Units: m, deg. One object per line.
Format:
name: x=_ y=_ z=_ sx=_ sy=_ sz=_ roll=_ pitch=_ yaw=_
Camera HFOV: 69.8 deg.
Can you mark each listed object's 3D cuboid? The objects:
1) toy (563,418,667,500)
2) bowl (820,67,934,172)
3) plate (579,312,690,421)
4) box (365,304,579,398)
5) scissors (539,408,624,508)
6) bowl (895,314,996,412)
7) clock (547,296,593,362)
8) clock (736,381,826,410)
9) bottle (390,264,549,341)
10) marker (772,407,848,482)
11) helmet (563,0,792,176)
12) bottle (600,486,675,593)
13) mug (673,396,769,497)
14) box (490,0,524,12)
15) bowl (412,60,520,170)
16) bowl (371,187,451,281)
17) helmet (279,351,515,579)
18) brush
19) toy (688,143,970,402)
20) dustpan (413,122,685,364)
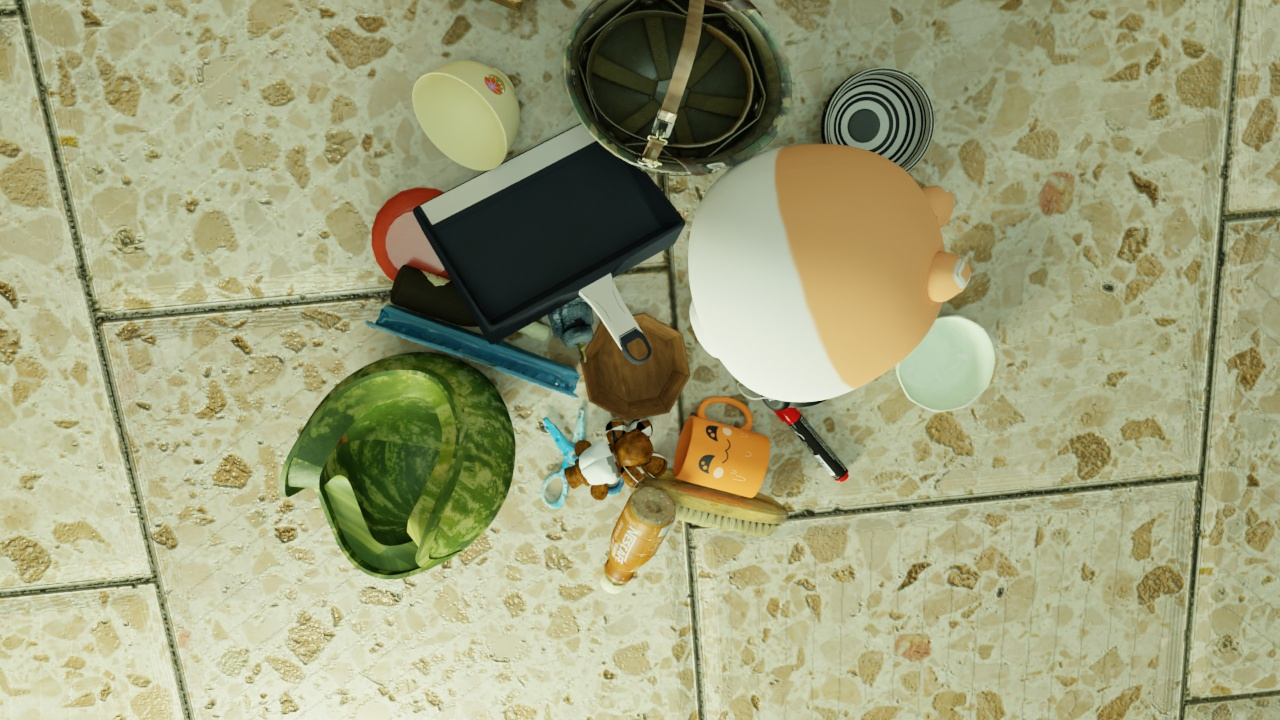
toy: x=-0.034 y=0.119 z=1.094 sx=0.113 sy=0.067 sz=0.087 roll=-27 pitch=71 yaw=12
bowl: x=0.255 y=-0.260 z=1.016 sx=0.120 sy=0.066 sz=0.120 roll=-1 pitch=104 yaw=-3
plate: x=-0.006 y=0.006 z=1.089 sx=0.131 sy=0.025 sz=0.131 roll=0 pitch=101 yaw=-2
box: x=-0.176 y=-0.008 z=1.004 sx=0.231 sy=0.174 sz=0.033 roll=20 pitch=92 yaw=-9
scissors: x=-0.070 y=0.122 z=1.128 sx=0.127 sy=0.012 sz=0.137 roll=9 pitch=102 yaw=-5
bowl: x=0.354 y=-0.003 z=1.091 sx=0.117 sy=0.061 sz=0.117 roll=-1 pitch=104 yaw=-2
clock: x=-0.084 y=-0.059 z=1.039 sx=0.052 sy=0.090 sz=0.129 roll=-14 pitch=98 yaw=-6
clock: x=0.173 y=0.021 z=1.073 sx=0.120 sy=0.091 sz=0.043 roll=-15 pitch=115 yaw=-13
bottle: x=-0.188 y=-0.057 z=1.041 sx=0.184 sy=0.045 sz=0.045 roll=19 pitch=103 yaw=-26
marker: x=0.207 y=0.095 z=1.130 sx=0.024 sy=0.021 sz=0.145 roll=-34 pitch=105 yaw=29
helmet: x=0.039 y=-0.280 z=0.907 sx=0.224 sy=0.236 sz=0.193 roll=18 pitch=98 yaw=10
bottle: x=-0.010 y=0.224 z=1.110 sx=0.059 sy=0.059 sz=0.168 roll=18 pitch=129 yaw=-8
mug: x=0.100 y=0.099 z=1.104 sx=0.096 sy=0.078 sz=0.112 roll=15 pitch=72 yaw=-7
box: x=-0.166 y=-0.506 z=0.857 sx=0.258 sy=0.220 sz=0.279 roll=19 pitch=101 yaw=-10
bowl: x=-0.173 y=-0.274 z=0.981 sx=0.118 sy=0.118 sz=0.073 roll=42 pitch=56 yaw=-12
bowl: x=-0.247 y=-0.133 z=1.038 sx=0.122 sy=0.035 sz=0.122 roll=-1 pitch=105 yaw=-3
helmet: x=-0.246 y=0.110 z=0.998 sx=0.213 sy=0.248 sz=0.242 roll=24 pitch=67 yaw=6
brush: x=0.084 y=0.174 z=1.123 sx=0.195 sy=0.059 sz=0.043 roll=13 pitch=114 yaw=-2
toy: x=0.187 y=-0.091 z=0.948 sx=0.281 sy=0.262 sz=0.266 roll=-15 pitch=130 yaw=22
dustpan: x=-0.071 y=-0.109 z=0.958 sx=0.236 sy=0.080 sz=0.273 roll=-30 pitch=86 yaw=-12
